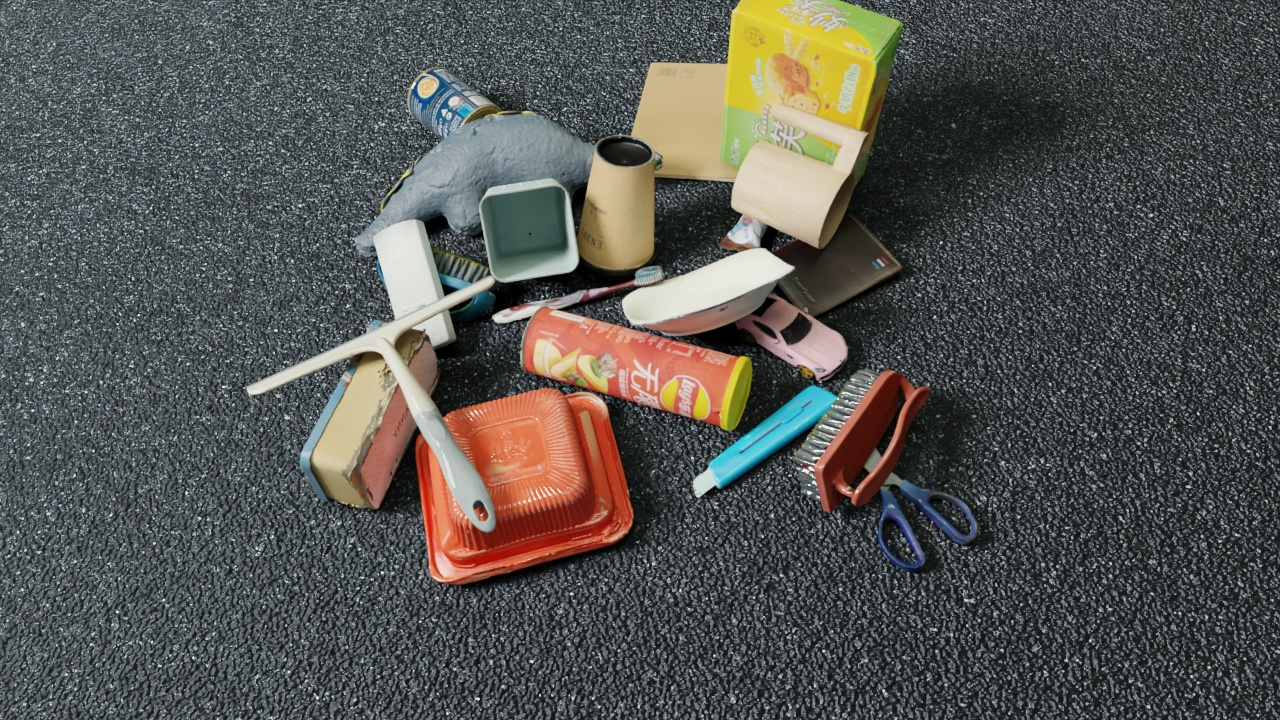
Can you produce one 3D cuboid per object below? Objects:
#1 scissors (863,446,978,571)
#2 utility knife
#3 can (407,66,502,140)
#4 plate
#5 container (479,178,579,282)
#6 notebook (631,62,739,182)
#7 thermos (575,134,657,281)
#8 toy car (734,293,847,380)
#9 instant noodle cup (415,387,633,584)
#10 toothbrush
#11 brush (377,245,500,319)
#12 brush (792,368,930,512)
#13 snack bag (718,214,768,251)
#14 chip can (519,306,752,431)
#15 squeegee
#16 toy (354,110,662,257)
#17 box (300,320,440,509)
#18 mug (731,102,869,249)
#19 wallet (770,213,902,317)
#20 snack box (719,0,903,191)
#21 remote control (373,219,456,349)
[{"bbox_3d":[0.231,0.108,0.818,0.147,0.012,0.169,2,53,9],"label":"scissors"},{"bbox_3d":[0.113,0.075,0.850,0.166,0.018,0.034,-34,57,-16],"label":"utility knife"},{"bbox_3d":[-0.222,-0.299,1.120,0.075,0.075,0.111,-37,59,-20],"label":"can"},{"bbox_3d":[0.066,-0.062,0.907,0.163,0.034,0.164,-20,17,0],"label":"plate"},{"bbox_3d":[-0.117,-0.142,0.962,0.090,0.090,0.111,-9,19,-5],"label":"container"},{"bbox_3d":[0.068,-0.299,1.130,0.149,0.012,0.211,5,55,10],"label":"notebook"},{"bbox_3d":[-0.023,-0.158,0.964,0.093,0.143,0.092,4,45,-4],"label":"thermos"},{"bbox_3d":[0.149,-0.028,0.910,0.122,0.037,0.056,34,65,25],"label":"toy car"},{"bbox_3d":[-0.108,0.099,0.818,0.188,0.079,0.164,-14,55,-7],"label":"instant noodle cup"},{"bbox_3d":[-0.066,-0.069,0.966,0.187,0.017,0.016,-15,51,1],"label":"toothbrush"},{"bbox_3d":[-0.220,-0.082,0.979,0.144,0.055,0.073,18,81,18],"label":"brush"},{"bbox_3d":[0.199,0.065,0.810,0.069,0.063,0.145,19,54,36],"label":"brush"},{"bbox_3d":[0.126,-0.155,1.010,0.045,0.026,0.105,22,61,16],"label":"snack bag"},{"bbox_3d":[-0.005,0.005,0.879,0.217,0.073,0.073,16,57,16],"label":"chip can"},{"bbox_3d":[-0.186,0.045,0.787,0.246,0.039,0.246,-27,59,-17],"label":"squeegee"},{"bbox_3d":[-0.155,-0.213,1.043,0.356,0.091,0.137,-13,69,0],"label":"toy"},{"bbox_3d":[-0.250,0.055,0.858,0.059,0.090,0.183,13,53,10],"label":"box"},{"bbox_3d":[0.164,-0.192,0.947,0.103,0.125,0.084,26,25,18],"label":"mug"},{"bbox_3d":[0.198,-0.099,0.968,0.122,0.020,0.096,-27,56,-11],"label":"wallet"},{"bbox_3d":[0.173,-0.277,0.972,0.158,0.210,0.069,27,60,17],"label":"snack box"},{"bbox_3d":[-0.233,-0.075,0.945,0.056,0.019,0.135,-19,85,19],"label":"remote control"}]
